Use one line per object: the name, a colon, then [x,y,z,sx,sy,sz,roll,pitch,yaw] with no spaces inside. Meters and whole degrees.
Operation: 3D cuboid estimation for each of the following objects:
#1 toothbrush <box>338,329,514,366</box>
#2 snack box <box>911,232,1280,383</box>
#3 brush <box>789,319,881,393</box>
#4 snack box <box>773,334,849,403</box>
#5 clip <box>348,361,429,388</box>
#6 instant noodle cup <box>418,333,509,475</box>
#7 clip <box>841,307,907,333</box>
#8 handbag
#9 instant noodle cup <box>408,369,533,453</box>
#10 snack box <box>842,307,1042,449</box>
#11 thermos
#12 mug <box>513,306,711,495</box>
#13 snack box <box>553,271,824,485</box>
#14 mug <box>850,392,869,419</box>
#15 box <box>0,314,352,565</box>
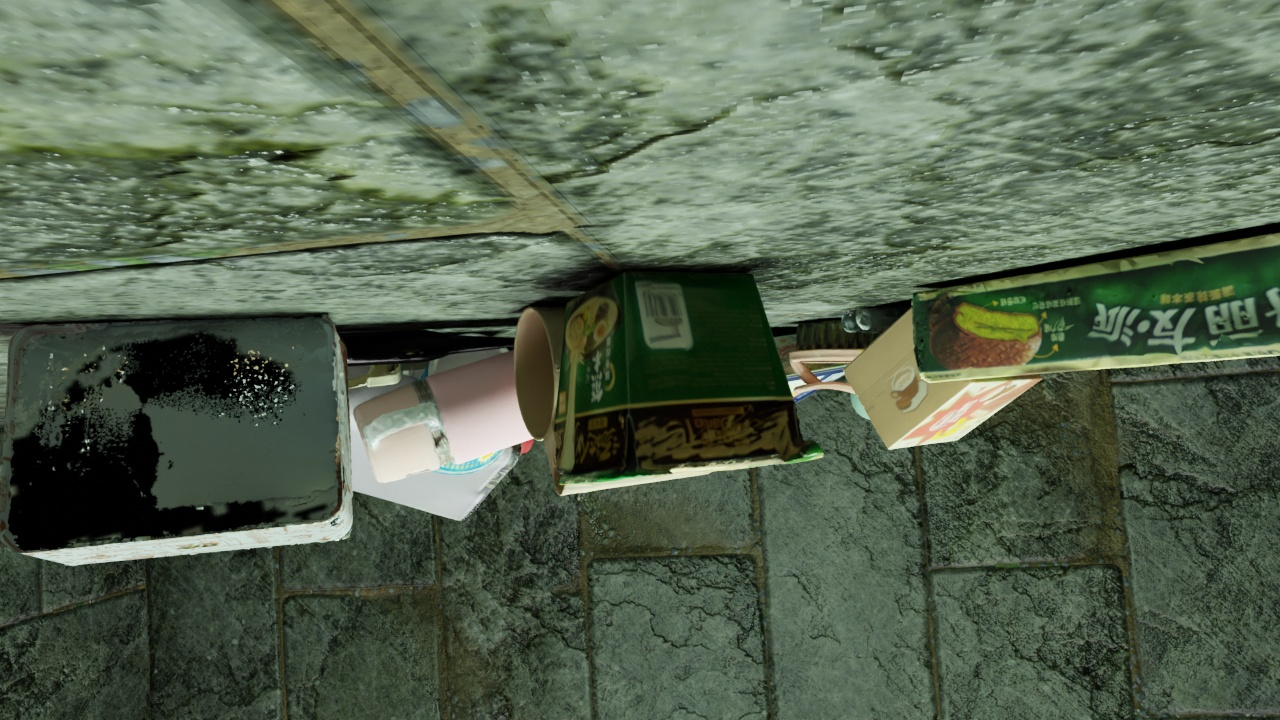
toothbrush: [-0.162,-0.011,0.665,0.212,0.026,0.027,-4,-148,-20]
snack box: [0.293,-0.027,0.542,0.114,0.063,0.241,-2,177,-38]
brush: [0.204,-0.002,0.813,0.145,0.073,0.063,-2,178,-4]
snack box: [0.095,0.029,0.915,0.182,0.045,0.178,-7,162,-31]
clip: [-0.204,0.002,0.776,0.076,0.034,0.103,-6,-179,31]
instant noodle cup: [-0.143,0.032,0.747,0.099,0.099,0.110,-2,158,-21]
clip: [0.190,-0.032,0.726,0.056,0.024,0.028,4,171,-20]
handbag: [-0.231,0.072,0.896,0.197,0.098,0.145,21,144,-28]
instant noodle cup: [-0.195,0.050,1.041,0.123,0.116,0.116,14,166,-39]
snack box: [0.232,0.011,0.713,0.094,0.077,0.093,-1,146,-38]
thermos: [-0.096,0.026,0.640,0.198,0.067,0.087,-17,169,-18]
mug: [-0.015,0.022,0.579,0.103,0.124,0.084,-4,148,-24]
snack box: [0.014,0.009,0.492,0.118,0.105,0.118,-3,174,-28]
mug: [0.283,0.015,0.950,0.106,0.111,0.082,10,162,36]
box: [-0.277,0.051,0.580,0.181,0.148,0.158,-3,161,-15]
